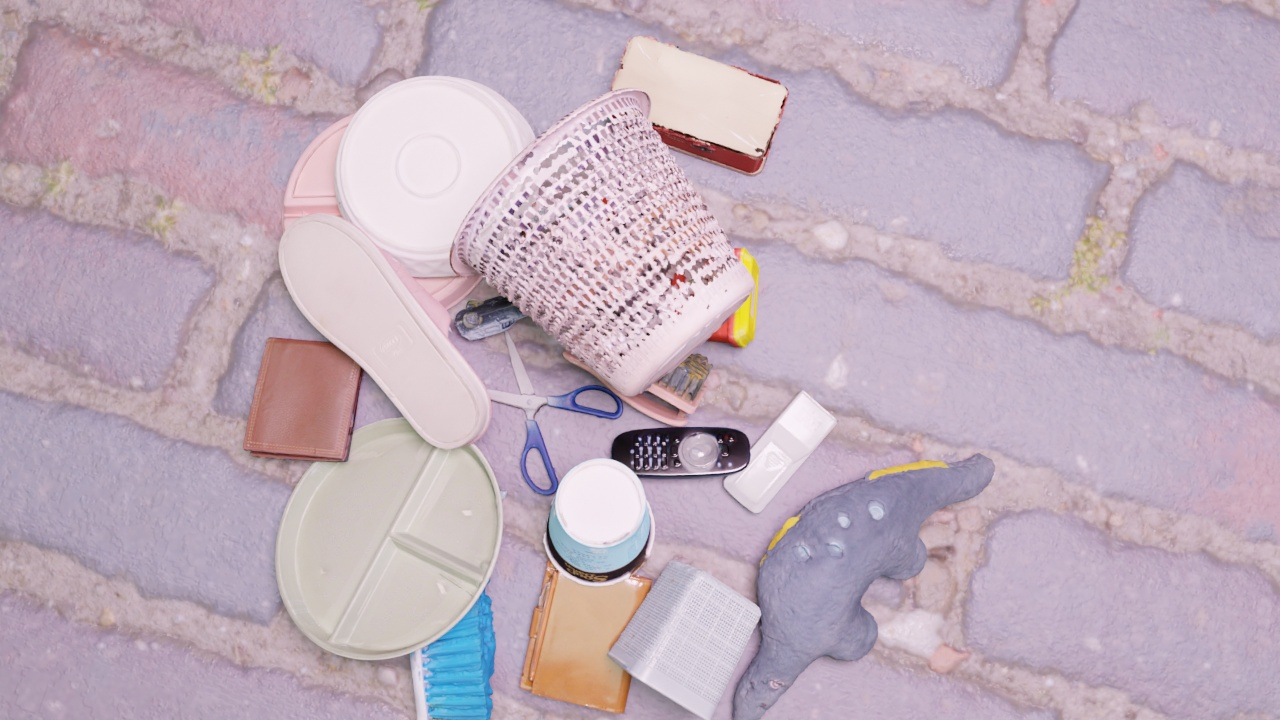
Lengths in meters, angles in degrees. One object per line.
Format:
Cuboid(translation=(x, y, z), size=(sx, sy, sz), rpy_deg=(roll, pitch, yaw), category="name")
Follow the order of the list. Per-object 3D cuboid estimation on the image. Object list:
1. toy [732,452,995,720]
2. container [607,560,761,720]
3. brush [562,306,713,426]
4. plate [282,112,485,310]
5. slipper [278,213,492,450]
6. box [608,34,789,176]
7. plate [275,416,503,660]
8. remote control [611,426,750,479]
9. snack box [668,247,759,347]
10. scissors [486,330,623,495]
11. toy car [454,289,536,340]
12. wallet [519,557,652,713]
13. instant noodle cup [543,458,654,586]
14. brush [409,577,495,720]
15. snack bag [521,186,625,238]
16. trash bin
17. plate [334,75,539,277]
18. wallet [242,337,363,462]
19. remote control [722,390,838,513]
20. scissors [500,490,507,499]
Cuboid(translation=(0.188, 0.198, 0.869), size=(0.138, 0.091, 0.356), rpy_deg=(42, 88, -24), category="toy")
Cuboid(translation=(0.043, 0.254, 0.848), size=(0.090, 0.090, 0.111), rpy_deg=(36, 77, -14), category="container")
Cuboid(translation=(-0.005, 0.005, 0.898), size=(0.145, 0.063, 0.073), rpy_deg=(29, 116, 4), category="brush")
Cuboid(translation=(-0.254, -0.151, 0.931), size=(0.229, 0.028, 0.229), rpy_deg=(0, 85, 1), category="plate")
Cuboid(translation=(-0.239, -0.031, 0.878), size=(0.274, 0.054, 0.114), rpy_deg=(47, 112, 5), category="slipper")
Cuboid(translation=(0.057, -0.256, 0.908), size=(0.168, 0.077, 0.091), rpy_deg=(19, 86, 2), category="box")
Cuboid(translation=(-0.236, 0.165, 0.869), size=(0.230, 0.027, 0.229), rpy_deg=(-5, 65, 11), category="plate")
Cuboid(translation=(0.040, 0.092, 0.903), size=(0.136, 0.024, 0.053), rpy_deg=(-1, 67, 3), category="remote control")
Cuboid(translation=(0.071, -0.061, 0.895), size=(0.080, 0.082, 0.091), rpy_deg=(3, 84, 15), category="snack box")
Cuboid(translation=(-0.099, 0.050, 0.919), size=(0.162, 0.012, 0.175), rpy_deg=(-10, 84, 1), category="scissors")
Cuboid(translation=(-0.140, -0.048, 0.914), size=(0.090, 0.043, 0.034), rpy_deg=(-19, 112, 2), category="toy car")
Cuboid(translation=(-0.054, 0.265, 0.890), size=(0.108, 0.031, 0.131), rpy_deg=(12, 84, 0), category="wallet")
Cuboid(translation=(-0.036, 0.143, 0.842), size=(0.111, 0.121, 0.111), rpy_deg=(1, 68, -4), category="instant noodle cup")
Cuboid(translation=(-0.194, 0.342, 0.878), size=(0.109, 0.060, 0.314), rpy_deg=(-3, 90, 2), category="brush")
Cuboid(translation=(-0.071, -0.145, 0.927), size=(0.104, 0.026, 0.048), rpy_deg=(-16, 78, 1), category="snack bag")
Cuboid(translation=(-0.017, -0.085, 0.791), size=(0.227, 0.227, 0.192), rpy_deg=(-42, 85, -3), category="trash bin")
Cuboid(translation=(-0.202, -0.184, 0.896), size=(0.205, 0.045, 0.204), rpy_deg=(0, 85, 1), category="plate")
Cuboid(translation=(-0.328, 0.038, 0.907), size=(0.101, 0.032, 0.124), rpy_deg=(4, 72, 2), category="wallet")
Cuboid(translation=(0.137, 0.091, 0.904), size=(0.049, 0.024, 0.125), rpy_deg=(41, 87, 4), category="remote control")
Cuboid(translation=(-0.192, 0.162, 0.903), size=(0.093, 0.017, 0.137), rpy_deg=(27, 92, -7), category="scissors")
